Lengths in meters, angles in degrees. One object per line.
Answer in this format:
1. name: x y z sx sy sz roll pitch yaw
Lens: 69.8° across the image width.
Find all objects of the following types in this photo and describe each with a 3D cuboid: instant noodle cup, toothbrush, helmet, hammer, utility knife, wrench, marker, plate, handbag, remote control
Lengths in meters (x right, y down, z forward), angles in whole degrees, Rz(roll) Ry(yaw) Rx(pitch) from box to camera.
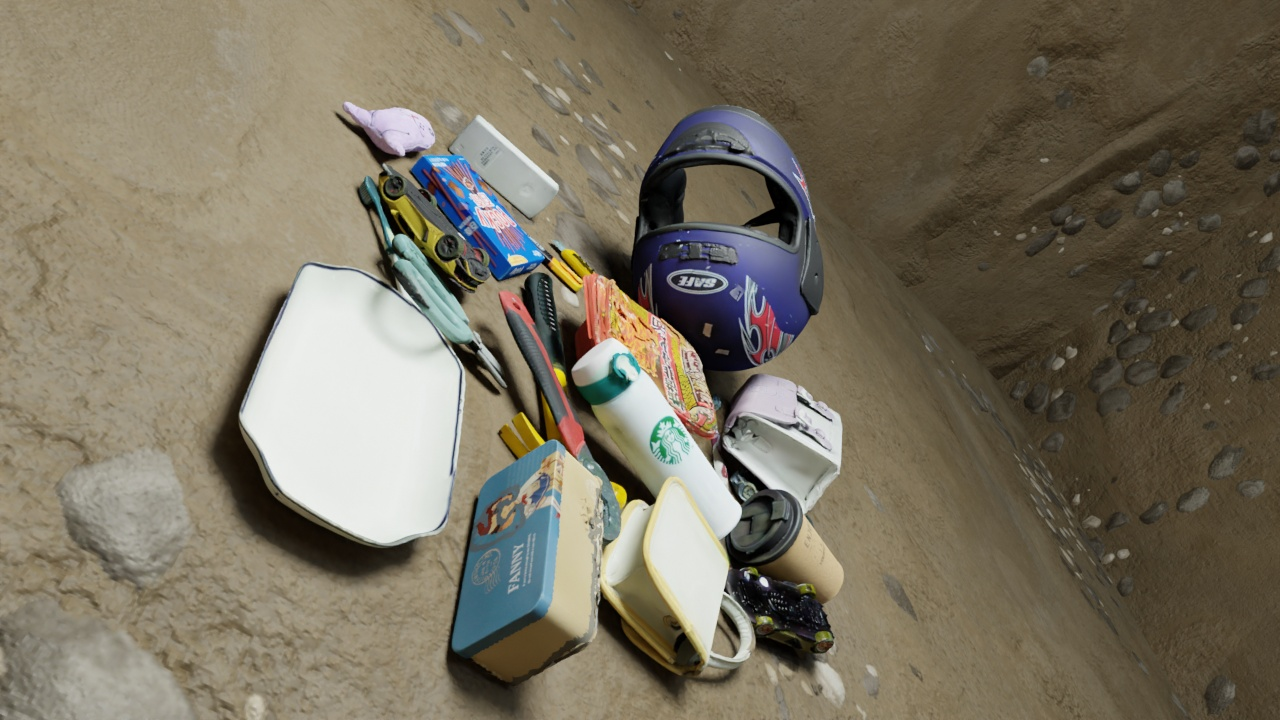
1. instant noodle cup: -0.006 0.006 1.012 0.188 0.079 0.164 37 26 -31
2. toothbrush: 0.097 0.099 1.134 0.016 0.017 0.187 39 25 -23
3. toothbrush: -0.231 -0.098 0.849 0.016 0.018 0.191 23 37 -56
4. helmet: 0.102 -0.125 1.154 0.316 0.248 0.239 70 29 -49
5. hammer: -0.088 0.015 0.911 0.128 0.033 0.300 34 28 -36
6. utility knife: -0.050 -0.092 1.159 0.173 0.015 0.033 47 20 -8
7. wrench: -0.075 0.044 0.828 0.056 0.016 0.273 19 39 -52
8. marker: -0.116 -0.129 1.098 0.124 0.015 0.018 43 20 -12
9. plate: -0.207 0.030 0.672 0.162 0.034 0.265 37 26 -29
10. handbag: 0.180 0.091 1.161 0.145 0.098 0.196 31 17 3
11. handbag: 0.040 0.212 0.820 0.179 0.063 0.163 56 22 -10
12. remote control: -0.164 -0.234 1.118 0.135 0.056 0.019 39 25 -23

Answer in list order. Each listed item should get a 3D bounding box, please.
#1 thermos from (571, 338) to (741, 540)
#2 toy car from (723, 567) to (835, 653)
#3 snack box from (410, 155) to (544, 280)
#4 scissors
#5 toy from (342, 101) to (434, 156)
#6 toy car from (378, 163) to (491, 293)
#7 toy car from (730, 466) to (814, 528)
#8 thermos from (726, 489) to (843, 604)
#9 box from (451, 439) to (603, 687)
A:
1. thermos: 0.015 0.079 0.894 0.224 0.073 0.073 55 21 -18
2. toy car: 0.141 0.257 0.942 0.158 0.042 0.070 27 32 -32
3. snack box: -0.179 -0.162 1.019 0.157 0.026 0.084 51 23 2
4. scissors: -0.169 -0.037 0.808 0.177 0.019 0.169 56 0 -7
5. toy: -0.263 -0.249 0.987 0.084 0.039 0.107 41 24 1
6. toy car: -0.204 -0.129 0.896 0.156 0.041 0.071 48 7 14
7. toy car: 0.158 0.176 1.105 0.120 0.037 0.054 40 19 1
8. thermos: 0.162 0.208 1.006 0.143 0.093 0.093 45 23 -30
9. box: -0.077 0.146 0.661 0.062 0.090 0.184 46 21 -26
